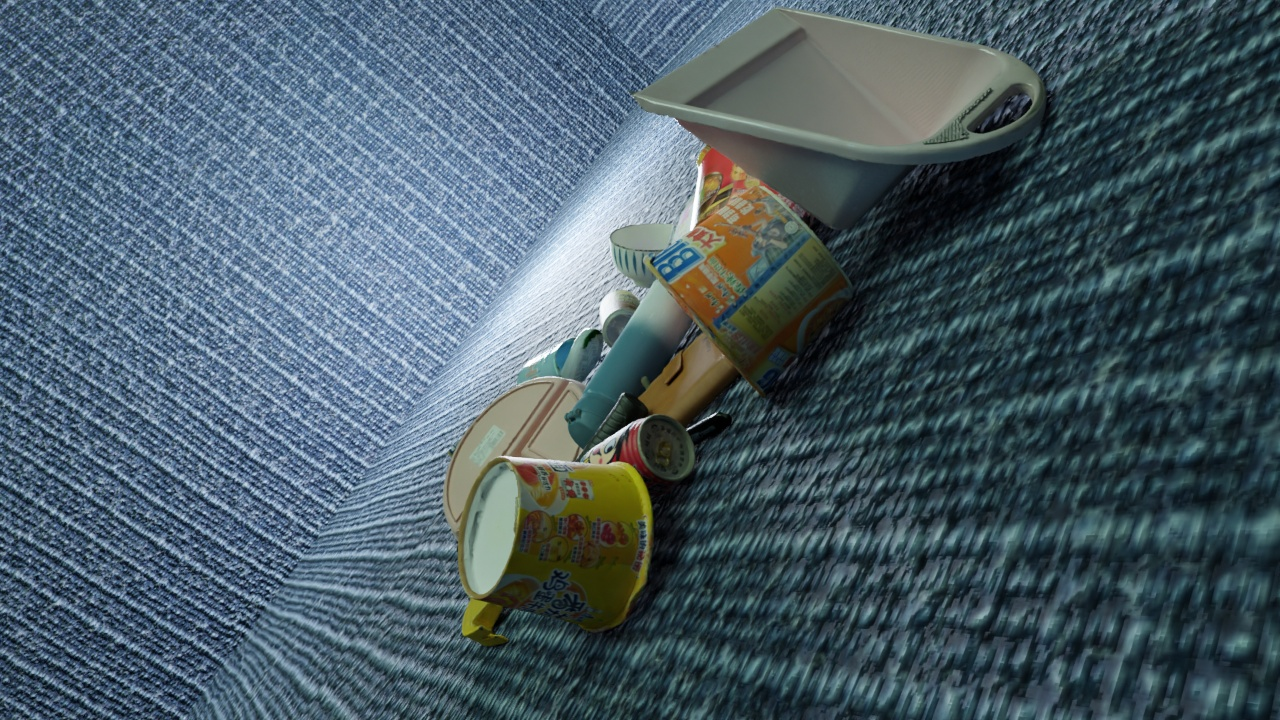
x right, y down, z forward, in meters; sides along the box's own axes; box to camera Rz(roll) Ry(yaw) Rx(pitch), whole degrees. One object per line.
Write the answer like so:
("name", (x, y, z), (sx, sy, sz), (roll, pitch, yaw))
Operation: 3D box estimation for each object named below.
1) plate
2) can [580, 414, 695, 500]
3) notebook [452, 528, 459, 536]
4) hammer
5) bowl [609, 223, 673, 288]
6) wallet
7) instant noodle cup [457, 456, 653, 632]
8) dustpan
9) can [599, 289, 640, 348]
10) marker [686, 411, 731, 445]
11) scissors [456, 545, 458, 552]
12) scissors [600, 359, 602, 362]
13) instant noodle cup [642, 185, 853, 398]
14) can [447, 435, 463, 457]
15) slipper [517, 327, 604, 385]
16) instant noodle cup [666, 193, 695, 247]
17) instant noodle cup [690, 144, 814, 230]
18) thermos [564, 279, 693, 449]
("plate", (-0.139, 0.112, 1.045), (0.230, 0.028, 0.229), (-24, 44, 25))
("can", (-0.004, 0.091, 0.796), (0.094, 0.066, 0.066), (-35, 21, 45))
("notebook", (-0.145, 0.129, 1.165), (0.150, 0.012, 0.210), (-35, 12, 49))
("hammer", (-0.089, 0.159, 0.903), (0.301, 0.033, 0.128), (-55, 17, 12))
("bowl", (0.017, -0.137, 1.236), (0.116, 0.116, 0.066), (-82, -8, -63))
("wallet", (0.043, 0.025, 0.895), (0.131, 0.035, 0.119), (-46, 22, 19))
("instant noodle cup", (-0.071, 0.137, 0.715), (0.138, 0.109, 0.137), (-32, 50, 48))
("dustpan", (0.171, -0.229, 0.739), (0.221, 0.273, 0.139), (-44, -10, -33))
("can", (-0.024, -0.054, 1.215), (0.058, 0.058, 0.116), (-48, 15, 11))
("marker", (0.037, 0.074, 0.814), (0.124, 0.018, 0.015), (-35, 23, 44))
("scissors", (-0.165, 0.181, 1.117), (0.181, 0.019, 0.170), (-41, 12, 12))
("scissors", (-0.029, 0.024, 1.111), (0.176, 0.014, 0.159), (-37, 23, 33))
("instant noodle cup", (0.092, -0.062, 0.744), (0.111, 0.151, 0.151), (-41, 16, 5))
("can", (-0.180, 0.103, 1.169), (0.111, 0.075, 0.075), (-46, 14, -8))
("slipper", (-0.130, 0.033, 1.245), (0.246, 0.074, 0.103), (-48, 2, 36))
("instant noodle cup", (0.099, -0.175, 1.141), (0.138, 0.060, 0.173), (-42, 16, 31))
("instant noodle cup", (0.113, -0.145, 0.909), (0.138, 0.138, 0.108), (-34, 31, 48))
("thermos", (-0.006, 0.006, 1.003), (0.070, 0.070, 0.219), (-28, 26, 56))
